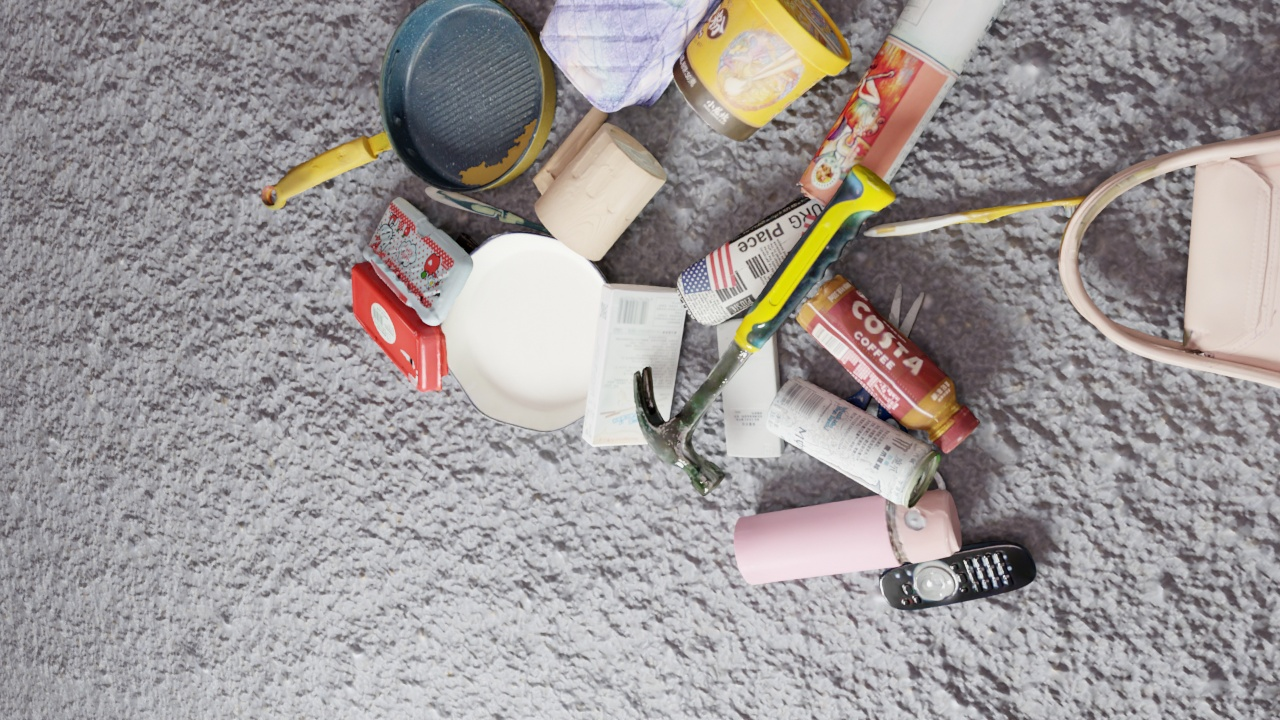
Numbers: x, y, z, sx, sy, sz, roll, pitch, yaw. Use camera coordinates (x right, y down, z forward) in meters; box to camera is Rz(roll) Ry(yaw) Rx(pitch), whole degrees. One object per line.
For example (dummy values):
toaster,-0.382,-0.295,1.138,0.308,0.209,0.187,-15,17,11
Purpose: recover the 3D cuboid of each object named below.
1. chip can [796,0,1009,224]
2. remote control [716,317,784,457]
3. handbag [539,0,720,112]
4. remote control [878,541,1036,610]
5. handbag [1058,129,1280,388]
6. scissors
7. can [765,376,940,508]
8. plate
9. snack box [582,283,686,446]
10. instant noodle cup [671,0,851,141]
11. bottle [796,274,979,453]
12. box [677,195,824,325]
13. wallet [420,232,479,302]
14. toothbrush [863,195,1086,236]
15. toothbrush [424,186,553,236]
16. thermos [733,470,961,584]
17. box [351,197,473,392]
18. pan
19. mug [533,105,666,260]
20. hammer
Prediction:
chip can,0.215,-0.221,0.760,0.071,0.071,0.215,36,112,15
remote control,0.106,0.026,0.880,0.056,0.019,0.135,-2,98,24
handbag,-0.003,-0.327,0.814,0.134,0.075,0.194,50,130,12
remote control,0.284,0.192,0.827,0.137,0.024,0.053,-20,101,26
handbag,0.439,-0.077,0.682,0.235,0.093,0.193,4,102,28
scissors,0.228,0.021,0.830,0.133,0.012,0.173,48,113,11
can,0.185,0.070,0.810,0.147,0.058,0.058,30,110,30
plate,-0.108,-0.030,0.943,0.205,0.045,0.205,3,100,18
snack box,-0.005,0.005,0.892,0.027,0.084,0.157,31,116,58
instant noodle cup,0.099,-0.260,0.785,0.115,0.118,0.118,-40,82,33
bottle,0.215,0.004,0.795,0.175,0.057,0.058,47,114,14
box,0.109,-0.092,0.848,0.164,0.052,0.068,-28,77,19
wallet,-0.189,-0.062,0.997,0.096,0.020,0.122,40,111,7
toothbrush,0.286,-0.119,0.777,0.192,0.016,0.018,-6,105,24
toothbrush,-0.150,-0.153,0.963,0.192,0.018,0.016,21,106,19
thermos,0.188,0.152,0.846,0.199,0.067,0.087,-16,64,26
box,-0.245,-0.073,0.961,0.201,0.058,0.161,38,117,44
pan,-0.251,-0.241,0.959,0.358,0.078,0.197,-23,89,25
mug,-0.046,-0.175,0.887,0.104,0.084,0.124,-46,53,22
hammer,0.100,-0.031,0.802,0.126,0.031,0.324,43,119,16
